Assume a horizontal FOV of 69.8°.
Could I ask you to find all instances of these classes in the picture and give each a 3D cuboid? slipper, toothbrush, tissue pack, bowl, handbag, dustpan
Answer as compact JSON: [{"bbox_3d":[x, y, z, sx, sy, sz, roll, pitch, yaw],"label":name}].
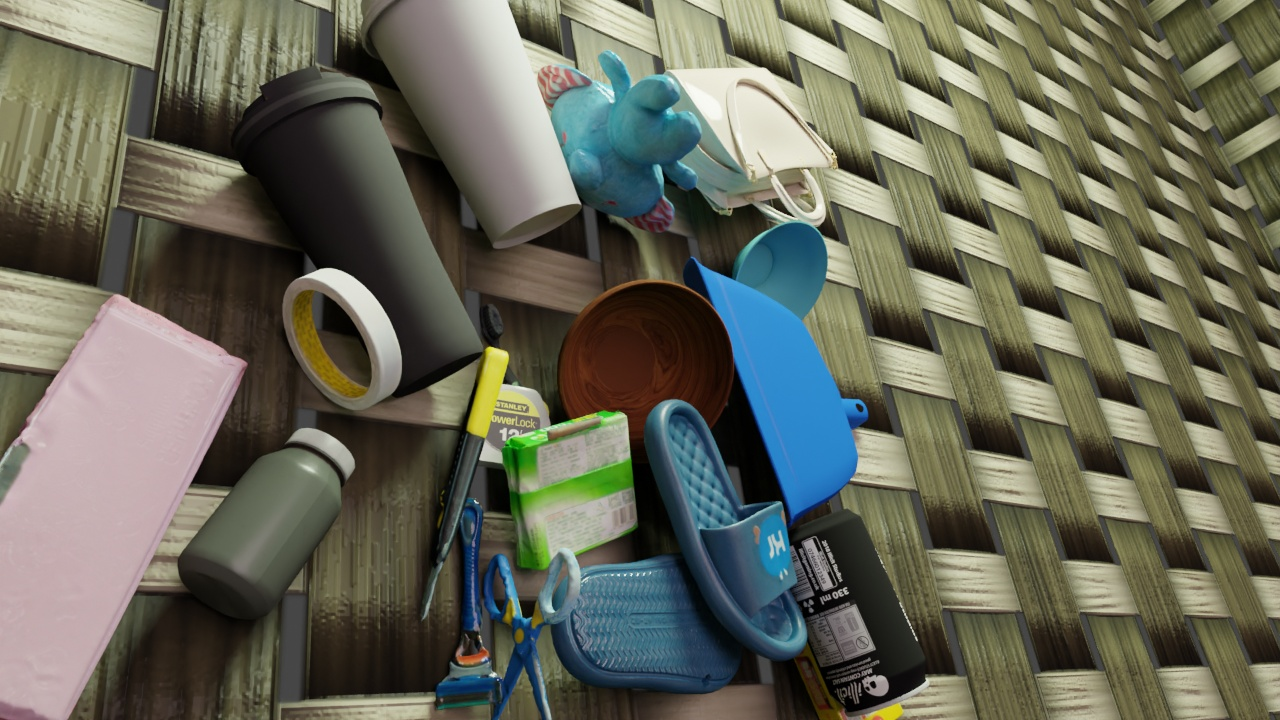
[{"bbox_3d":[0.009,0.193,0.665,0.213,0.059,0.103,13,60,-49],"label":"slipper"},{"bbox_3d":[-0.089,0.039,0.709,0.014,0.017,0.188,-13,74,-37],"label":"toothbrush"},{"bbox_3d":[-0.048,0.091,0.672,0.113,0.034,0.099,-13,103,-42],"label":"tissue pack"},{"bbox_3d":[0.128,-0.088,0.925,0.121,0.121,0.046,4,21,-38],"label":"bowl"},{"bbox_3d":[-0.004,0.004,0.749,0.147,0.069,0.147,-4,102,-21],"label":"bowl"},{"bbox_3d":[0.121,-0.211,0.954,0.194,0.102,0.198,-20,65,-46],"label":"handbag"},{"bbox_3d":[0.153,0.037,0.854,0.257,0.060,0.245,4,59,-46],"label":"dustpan"},{"bbox_3d":[0.068,0.124,0.685,0.103,0.059,0.213,-19,80,-59],"label":"slipper"}]

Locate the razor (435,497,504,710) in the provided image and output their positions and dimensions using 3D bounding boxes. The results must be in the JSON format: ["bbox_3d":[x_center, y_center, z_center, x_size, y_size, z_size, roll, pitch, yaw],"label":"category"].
[{"bbox_3d":[-0.112,0.159,0.614,0.044,0.018,0.140,-5,59,-1],"label":"razor"}]

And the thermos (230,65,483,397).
[{"bbox_3d":[-0.193,-0.086,0.648,0.105,0.106,0.218,-26,87,-45],"label":"thermos"}]

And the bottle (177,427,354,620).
[{"bbox_3d":[-0.216,0.093,0.541,0.060,0.060,0.108,38,46,-14],"label":"bottle"}]

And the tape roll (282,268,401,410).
[{"bbox_3d":[-0.196,-0.013,0.599,0.094,0.094,0.019,53,44,0],"label":"tape roll"}]

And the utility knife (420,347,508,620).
[{"bbox_3d":[-0.123,0.081,0.630,0.020,0.029,0.197,19,63,-16],"label":"utility knife"}]

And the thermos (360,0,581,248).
[{"bbox_3d":[-0.133,-0.211,0.761,0.131,0.132,0.222,-24,88,-45],"label":"thermos"}]

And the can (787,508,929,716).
[{"bbox_3d":[0.166,0.199,0.733,0.080,0.080,0.146,-8,69,-42],"label":"can"}]

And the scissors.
[{"bbox_3d":[-0.069,0.172,0.588,0.016,0.125,0.125,15,40,-40],"label":"scissors"}]

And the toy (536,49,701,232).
[{"bbox_3d":[-0.019,-0.187,0.802,0.114,0.181,0.183,-41,108,-22],"label":"toy"}]

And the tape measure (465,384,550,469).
[{"bbox_3d":[-0.099,0.051,0.682,0.064,0.017,0.065,12,65,-24],"label":"tape measure"}]

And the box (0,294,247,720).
[{"bbox_3d":[-0.304,0.077,0.501,0.098,0.041,0.232,33,47,-29],"label":"box"}]

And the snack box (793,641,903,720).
[{"bbox_3d":[0.162,0.243,0.781,0.075,0.025,0.152,-9,70,-42],"label":"snack box"}]
